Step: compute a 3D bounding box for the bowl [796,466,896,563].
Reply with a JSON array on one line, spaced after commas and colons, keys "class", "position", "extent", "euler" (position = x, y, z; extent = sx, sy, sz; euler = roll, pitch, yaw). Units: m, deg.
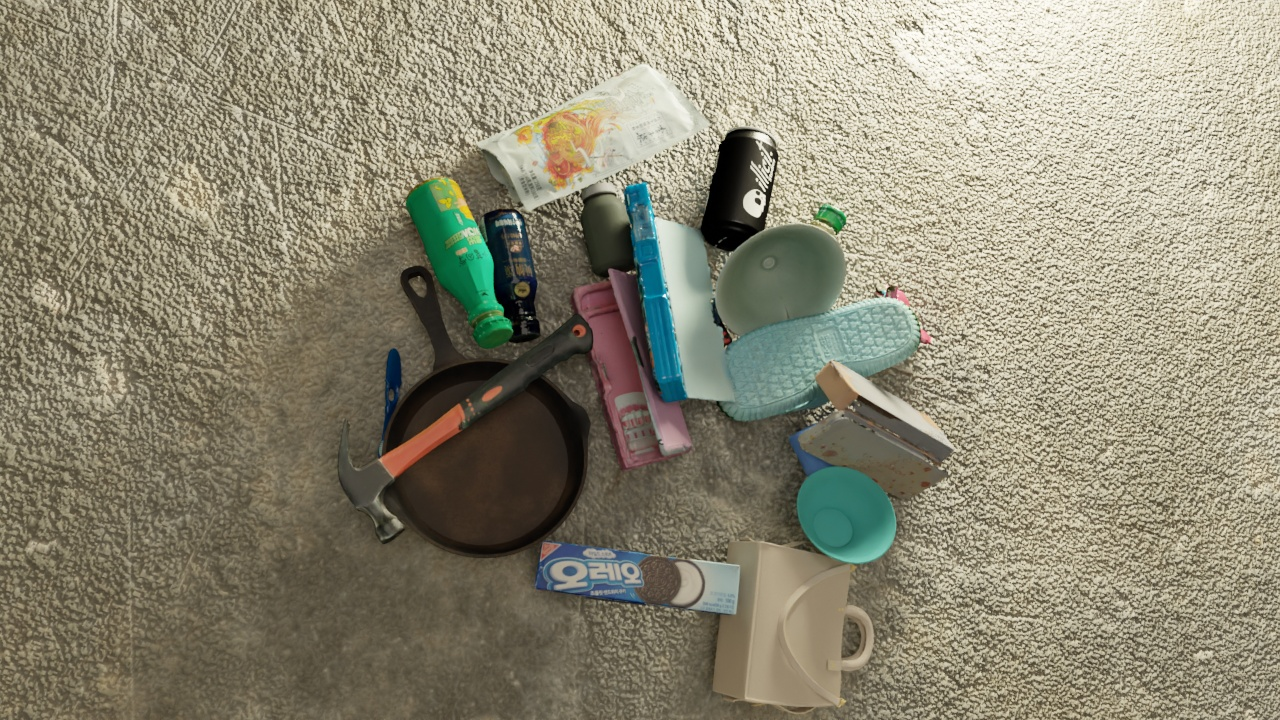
[{"class": "bowl", "position": [0.237, 0.191, 1.091], "extent": [0.121, 0.046, 0.121], "euler": [6, 58, -9]}]

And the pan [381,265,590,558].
[{"class": "pan", "position": [-0.202, 0.054, 1.059], "extent": [0.248, 0.043, 0.356], "euler": [-20, 78, -18]}]

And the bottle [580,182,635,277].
[{"class": "bottle", "position": [-0.041, -0.162, 1.140], "extent": [0.060, 0.060, 0.108], "euler": [-11, 80, -16]}]

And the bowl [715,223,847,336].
[{"class": "bowl", "position": [0.167, -0.110, 1.158], "extent": [0.174, 0.175, 0.067], "euler": [-3, 39, -14]}]

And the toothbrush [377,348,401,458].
[{"class": "toothbrush", "position": [-0.288, 0.049, 1.055], "extent": [0.021, 0.016, 0.132], "euler": [16, 71, -46]}]

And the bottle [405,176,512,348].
[{"class": "bottle", "position": [-0.206, -0.112, 1.063], "extent": [0.068, 0.068, 0.209], "euler": [-20, 70, -17]}]

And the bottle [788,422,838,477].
[{"class": "bottle", "position": [0.235, 0.144, 1.144], "extent": [0.048, 0.048, 0.131], "euler": [-25, 85, -18]}]

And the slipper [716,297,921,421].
[{"class": "slipper", "position": [0.220, -0.002, 1.163], "extent": [0.276, 0.069, 0.116], "euler": [-19, 78, -2]}]

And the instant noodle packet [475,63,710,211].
[{"class": "instant noodle packet", "position": [-0.061, -0.289, 1.158], "extent": [0.268, 0.057, 0.147], "euler": [-31, 65, -16]}]

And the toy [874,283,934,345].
[{"class": "toy", "position": [0.345, -0.054, 1.216], "extent": [0.050, 0.065, 0.102], "euler": [-39, 92, 14]}]

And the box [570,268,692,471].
[{"class": "box", "position": [-0.004, 0.005, 1.092], "extent": [0.099, 0.099, 0.232], "euler": [-13, 81, -15]}]

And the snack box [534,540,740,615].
[{"class": "snack box", "position": [-0.003, 0.245, 1.032], "extent": [0.226, 0.059, 0.059], "euler": [7, 75, 4]}]

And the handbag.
[{"class": "handbag", "position": [0.195, 0.314, 1.082], "extent": [0.197, 0.101, 0.194], "euler": [15, 74, -23]}]

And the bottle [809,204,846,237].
[{"class": "bottle", "position": [0.230, -0.154, 1.214], "extent": [0.042, 0.043, 0.109], "euler": [36, 73, -4]}]

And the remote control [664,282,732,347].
[{"class": "remote control", "position": [0.064, -0.073, 1.167], "extent": [0.045, 0.021, 0.140], "euler": [-31, 91, -20]}]

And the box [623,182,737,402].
[{"class": "box", "position": [0.035, -0.069, 1.095], "extent": [0.064, 0.174, 0.243], "euler": [-18, 69, 25]}]

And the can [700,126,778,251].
[{"class": "can", "position": [0.129, -0.220, 1.183], "extent": [0.080, 0.080, 0.145], "euler": [16, 74, -10]}]

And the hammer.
[{"class": "hammer", "position": [-0.185, 0.051, 1.025], "extent": [0.332, 0.033, 0.133], "euler": [-36, 82, -21]}]

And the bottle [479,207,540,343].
[{"class": "bottle", "position": [-0.154, -0.101, 1.101], "extent": [0.056, 0.056, 0.160], "euler": [-10, 80, -16]}]

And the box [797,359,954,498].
[{"class": "box", "position": [0.292, 0.081, 1.128], "extent": [0.216, 0.095, 0.107], "euler": [26, 50, -33]}]
